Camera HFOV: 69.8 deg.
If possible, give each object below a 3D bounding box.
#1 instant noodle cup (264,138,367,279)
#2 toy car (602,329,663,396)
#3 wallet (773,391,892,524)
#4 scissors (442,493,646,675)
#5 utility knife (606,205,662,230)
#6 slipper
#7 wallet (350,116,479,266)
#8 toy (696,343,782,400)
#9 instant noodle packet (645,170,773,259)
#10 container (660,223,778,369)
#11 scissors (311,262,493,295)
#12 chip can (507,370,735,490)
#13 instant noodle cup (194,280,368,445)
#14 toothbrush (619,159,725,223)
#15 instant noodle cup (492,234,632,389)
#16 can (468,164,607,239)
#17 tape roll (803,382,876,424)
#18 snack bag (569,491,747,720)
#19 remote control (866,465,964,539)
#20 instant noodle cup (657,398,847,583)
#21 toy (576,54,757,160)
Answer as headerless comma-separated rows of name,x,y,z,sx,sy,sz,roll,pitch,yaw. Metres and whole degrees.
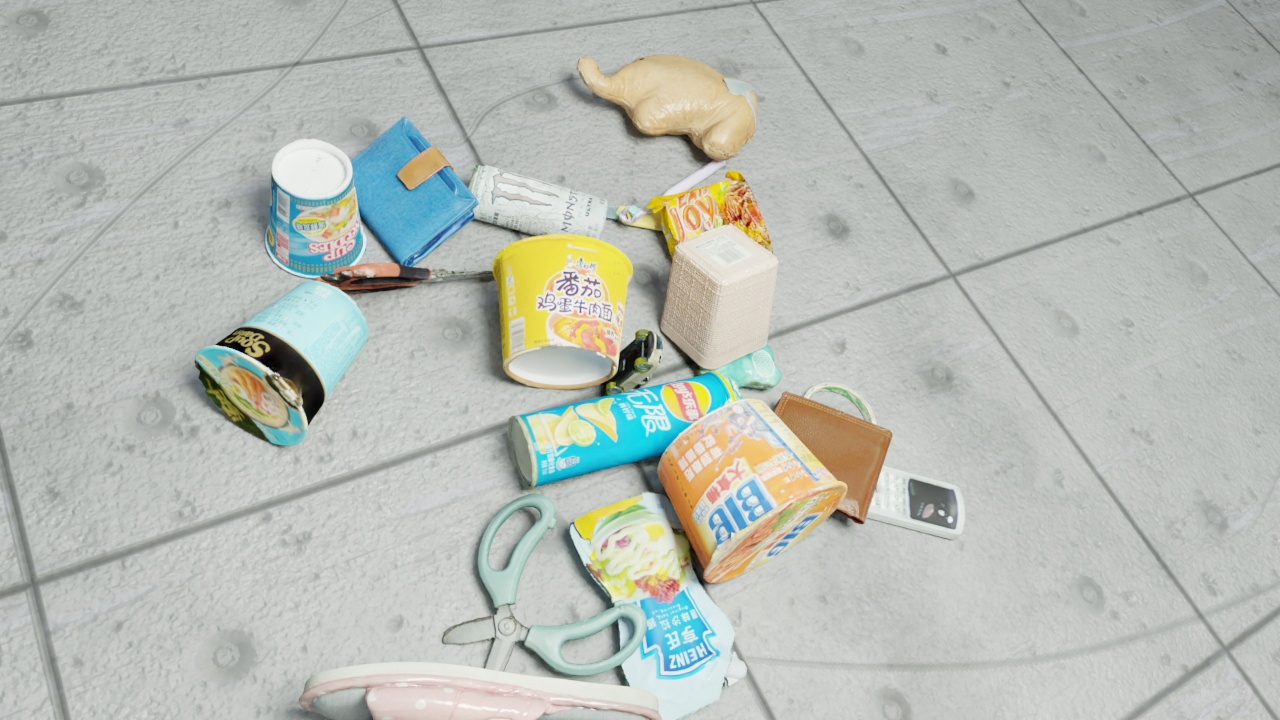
instant noodle cup,-0.314,-0.149,0.880,0.099,0.110,0.099,7,59,-13
toy car,-0.005,0.005,0.895,0.035,0.091,0.042,19,51,-26
wallet,0.179,0.096,0.915,0.124,0.032,0.101,21,65,13
scissors,-0.084,0.191,0.780,0.170,0.019,0.179,-6,67,-4
utility knife,0.013,-0.163,1.046,0.219,0.022,0.030,10,53,-19
slipper,-0.115,0.271,0.689,0.274,0.114,0.054,11,53,-18
wallet,-0.241,-0.173,0.944,0.106,0.040,0.133,-40,75,-1
toy,0.106,0.019,0.958,0.091,0.030,0.096,-12,62,-19
instant noodle packet,0.079,-0.149,1.028,0.128,0.044,0.111,-22,90,-26
container,0.081,-0.069,0.940,0.090,0.111,0.090,-24,49,-28
scissors,-0.209,-0.084,0.894,0.207,0.192,0.015,-10,86,7
chip can,-0.015,0.064,0.867,0.210,0.071,0.071,-12,64,-23
instant noodle cup,-0.303,-0.005,0.806,0.111,0.111,0.120,30,48,2
toothbrush,0.043,-0.202,1.069,0.029,0.021,0.188,13,37,38
instant noodle cup,-0.075,-0.041,0.881,0.138,0.138,0.109,5,66,-15
can,-0.111,-0.164,0.983,0.146,0.058,0.058,15,56,-9
tape roll,0.208,0.063,0.971,0.085,0.014,0.085,8,58,-12
snack bag,0.016,0.213,0.808,0.110,0.039,0.191,-11,64,-33
remote control,0.260,0.139,0.937,0.150,0.021,0.058,15,57,-7
instant noodle cup,0.093,0.113,0.830,0.151,0.152,0.111,-20,60,-27
toy,0.034,-0.320,1.111,0.226,0.083,0.143,20,44,-2
